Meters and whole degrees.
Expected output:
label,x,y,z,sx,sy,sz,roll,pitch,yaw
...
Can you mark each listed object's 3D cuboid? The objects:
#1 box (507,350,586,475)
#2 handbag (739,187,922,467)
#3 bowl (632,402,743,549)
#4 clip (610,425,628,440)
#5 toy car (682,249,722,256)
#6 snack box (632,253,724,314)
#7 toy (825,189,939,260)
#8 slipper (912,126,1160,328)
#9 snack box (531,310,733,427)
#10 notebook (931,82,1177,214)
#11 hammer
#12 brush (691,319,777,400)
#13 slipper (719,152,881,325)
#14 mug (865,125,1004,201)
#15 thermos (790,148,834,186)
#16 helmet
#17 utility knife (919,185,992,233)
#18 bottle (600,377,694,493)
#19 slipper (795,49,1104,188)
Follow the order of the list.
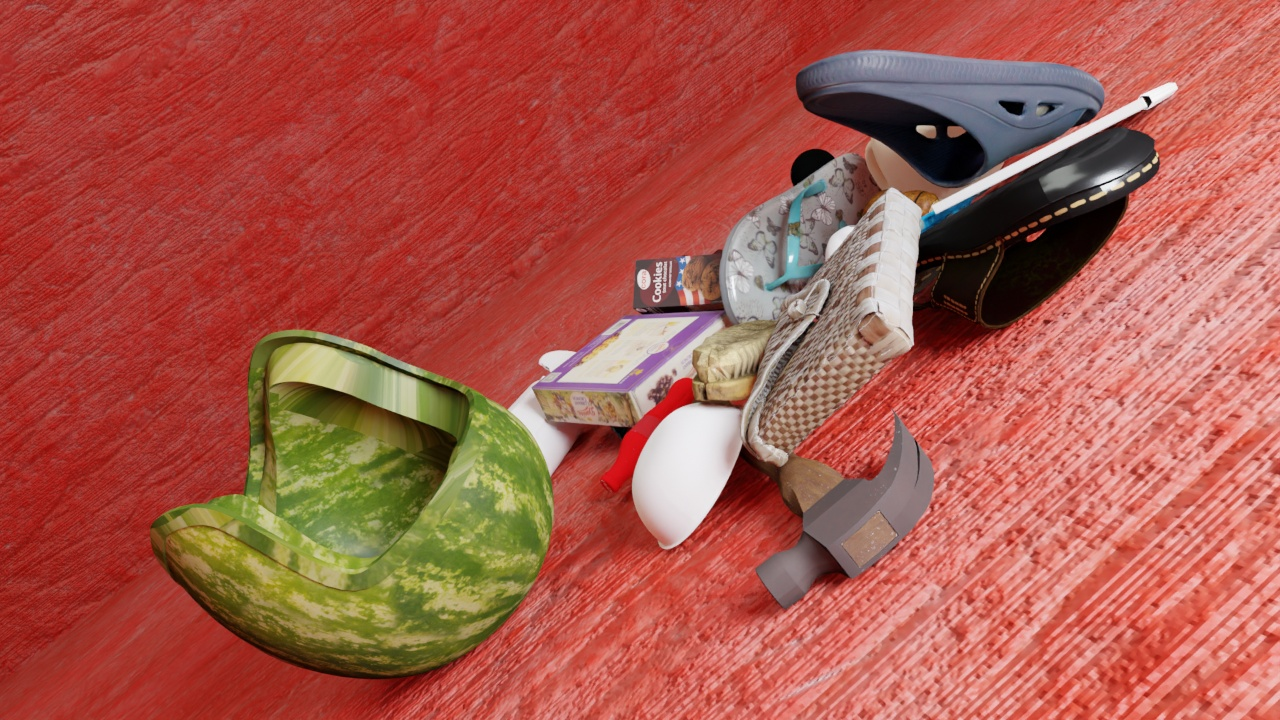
label,x,y,z,sx,sy,sz,roll,pitch,yaw
box,-0.092,0.054,0.946,0.083,0.092,0.165,12,33,18
handbag,0.118,-0.027,0.569,0.124,0.047,0.185,-50,7,35
bowl,0.024,0.068,0.619,0.110,0.040,0.109,-57,10,16
clip,-0.008,0.042,0.898,0.114,0.028,0.126,-36,14,16
toy car,0.066,-0.080,1.027,0.070,0.062,0.170,-40,14,-13
snack box,0.064,-0.076,0.912,0.141,0.051,0.031,-2,-13,24
toy,0.195,-0.094,0.770,0.112,0.067,0.087,-57,-15,0
slipper,0.230,-0.068,0.578,0.113,0.076,0.268,-30,-2,-9
snack box,-0.005,0.005,0.865,0.148,0.040,0.143,1,32,48
notebook,0.308,-0.158,0.671,0.143,0.009,0.209,-27,0,37
hammer,0.085,0.060,0.601,0.115,0.033,0.323,-40,13,-2
brush,0.082,-0.003,0.679,0.059,0.043,0.195,-2,9,24
slipper,0.164,-0.129,0.874,0.268,0.098,0.055,-45,15,-33
mug,0.259,-0.198,0.855,0.096,0.100,0.120,-46,17,-32
thermos,0.210,-0.196,1.049,0.061,0.061,0.231,-33,14,16
helmet,-0.188,0.116,0.663,0.212,0.247,0.244,-82,2,-47
utility knife,0.245,-0.119,0.721,0.204,0.015,0.031,-31,-13,-47
bottle,0.010,0.063,0.757,0.118,0.036,0.036,-45,16,-27
slipper,0.239,-0.176,0.688,0.267,0.083,0.111,-1,2,-25
